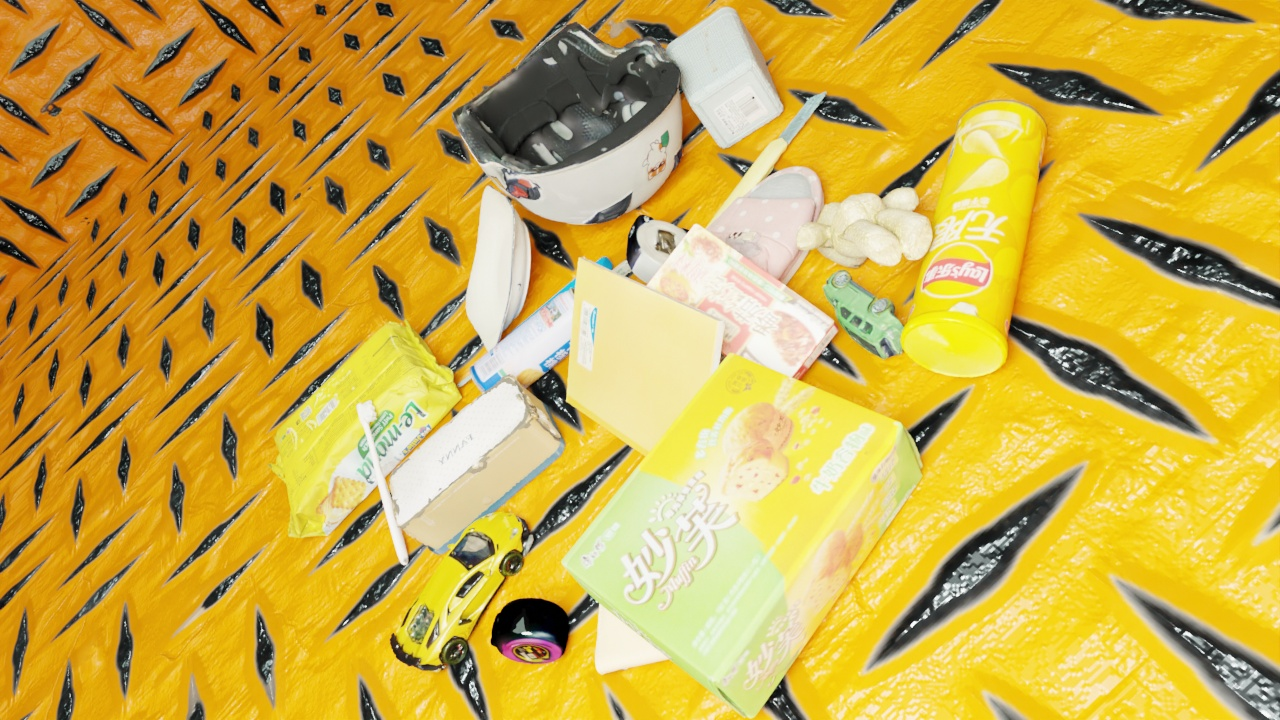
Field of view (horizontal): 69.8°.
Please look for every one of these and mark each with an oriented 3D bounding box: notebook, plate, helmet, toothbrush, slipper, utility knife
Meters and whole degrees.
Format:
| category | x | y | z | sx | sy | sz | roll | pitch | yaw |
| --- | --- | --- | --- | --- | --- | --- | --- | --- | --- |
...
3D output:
| category | x | y | z | sx | sy | sz | roll | pitch | yaw |
| --- | --- | --- | --- | --- | --- | --- | --- | --- | --- |
| notebook | -0.005 | 0.005 | 0.790 | 0.206 | 0.010 | 0.146 | 29 | 119 | 50 |
| plate | -0.153 | -0.102 | 1.012 | 0.163 | 0.034 | 0.164 | -133 | 50 | -58 |
| helmet | -0.061 | -0.235 | 1.000 | 0.274 | 0.157 | 0.229 | 30 | 67 | 38 |
| toothbrush | -0.257 | 0.120 | 0.922 | 0.016 | 0.016 | 0.180 | -24 | 67 | 4 |
| slipper | 0.076 | -0.071 | 0.822 | 0.114 | 0.054 | 0.274 | 16 | 70 | 46 |
| utility knife | -0.117 | -0.037 | 0.986 | 0.219 | 0.018 | 0.034 | -37 | 22 | 11 |
| utility knife | 0.118 | -0.188 | 0.915 | 0.031 | 0.022 | 0.216 | 29 | 84 | 48 |

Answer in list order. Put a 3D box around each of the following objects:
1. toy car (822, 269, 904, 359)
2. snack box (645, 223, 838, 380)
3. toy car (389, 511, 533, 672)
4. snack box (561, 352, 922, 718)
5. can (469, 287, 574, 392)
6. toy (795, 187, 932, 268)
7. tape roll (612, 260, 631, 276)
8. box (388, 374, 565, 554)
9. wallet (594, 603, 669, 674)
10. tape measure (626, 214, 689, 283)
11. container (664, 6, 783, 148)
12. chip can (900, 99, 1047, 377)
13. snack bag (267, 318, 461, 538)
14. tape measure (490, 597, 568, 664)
| category | x | y | z | sx | sy | sz | roll | pitch | yaw |
| --- | --- | --- | --- | --- | --- | --- | --- | --- | --- |
| toy car | 0.174 | -0.036 | 0.717 | 0.036 | 0.043 | 0.091 | -41 | 39 | 5 |
| snack box | 0.081 | -0.042 | 0.757 | 0.153 | 0.025 | 0.075 | 40 | 93 | 25 |
| toy car | -0.157 | 0.197 | 0.802 | 0.071 | 0.041 | 0.155 | 21 | 70 | 47 |
| snack box | 0.070 | 0.110 | 0.637 | 0.158 | 0.070 | 0.209 | 25 | 69 | 43 |
| can | -0.106 | -0.014 | 0.928 | 0.135 | 0.053 | 0.053 | -38 | 40 | 8 |
| toy | 0.178 | -0.099 | 0.721 | 0.105 | 0.066 | 0.157 | -27 | 13 | -1 |
| tape roll | -0.008 | -0.070 | 0.925 | 0.086 | 0.014 | 0.085 | -23 | 45 | 24 |
| box | -0.163 | 0.102 | 0.874 | 0.184 | 0.062 | 0.089 | -40 | 39 | 8 |
| wallet | 0.019 | 0.179 | 0.680 | 0.115 | 0.024 | 0.087 | -22 | 43 | 25 |
| tape measure | 0.021 | -0.104 | 0.887 | 0.034 | 0.065 | 0.065 | 121 | 157 | -47 |
| container | 0.091 | -0.298 | 0.981 | 0.090 | 0.090 | 0.111 | -29 | 45 | 18 |
| chip can | 0.251 | -0.093 | 0.682 | 0.072 | 0.072 | 0.212 | -2 | 54 | 39 |
| snack bag | -0.317 | 0.068 | 1.028 | 0.246 | 0.068 | 0.158 | -46 | 39 | 0 |
| tape measure | -0.084 | 0.210 | 0.716 | 0.058 | 0.057 | 0.039 | -28 | 41 | 32 |
